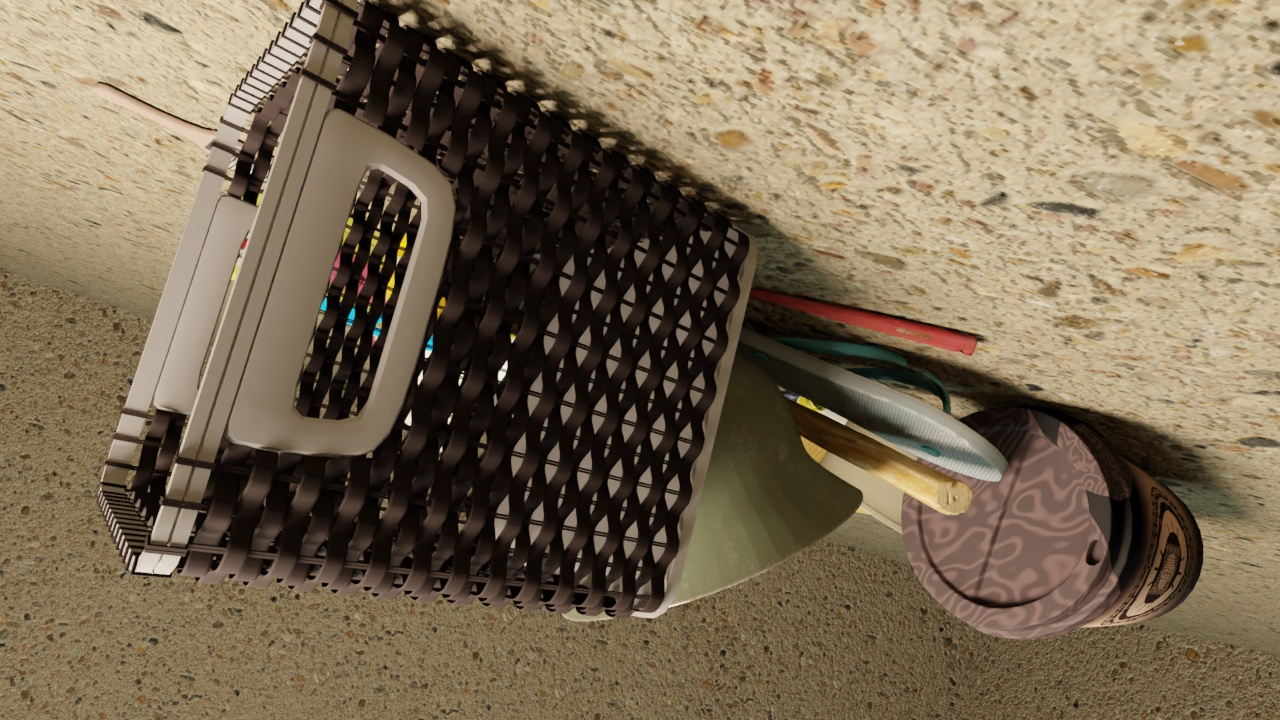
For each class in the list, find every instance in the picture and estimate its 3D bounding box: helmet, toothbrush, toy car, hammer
[{"bbox_3d":[0.010,0.066,0.673,0.226,0.154,0.269,-23,-179,-35],"label":"helmet"},{"bbox_3d":[0.121,-0.029,0.601,0.190,0.016,0.016,14,168,15],"label":"toothbrush"},{"bbox_3d":[0.183,0.055,0.900,0.105,0.033,0.048,20,168,-20],"label":"toy car"},{"bbox_3d":[0.135,0.051,0.748,0.132,0.033,0.331,26,-179,-30],"label":"hammer"}]

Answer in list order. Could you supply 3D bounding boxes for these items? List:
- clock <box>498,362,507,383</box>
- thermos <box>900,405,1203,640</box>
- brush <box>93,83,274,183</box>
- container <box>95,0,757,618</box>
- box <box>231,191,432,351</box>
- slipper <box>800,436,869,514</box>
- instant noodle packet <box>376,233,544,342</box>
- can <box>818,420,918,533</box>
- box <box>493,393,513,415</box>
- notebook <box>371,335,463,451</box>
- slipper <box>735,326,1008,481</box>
[{"bbox_3d":[-0.098,-0.007,0.892,0.117,0.057,0.083,-10,-122,-53],"label":"clock"},{"bbox_3d":[0.343,0.138,0.738,0.226,0.172,0.173,17,172,-39],"label":"thermos"},{"bbox_3d":[-0.314,-0.155,0.647,0.135,0.015,0.050,24,167,-33],"label":"brush"},{"bbox_3d":[-0.116,-0.005,0.501,0.243,0.247,0.246,20,170,-32],"label":"container"},{"bbox_3d":[-0.253,-0.072,0.827,0.125,0.079,0.220,9,170,42],"label":"box"},{"bbox_3d":[0.188,0.109,0.998,0.263,0.099,0.078,20,172,-38],"label":"slipper"},{"bbox_3d":[-0.085,-0.038,0.755,0.221,0.084,0.163,15,174,-29],"label":"instant noodle packet"},{"bbox_3d":[0.233,0.103,0.835,0.128,0.073,0.127,30,-173,-5],"label":"can"},{"bbox_3d":[-0.144,0.059,1.185,0.166,0.108,0.418,9,154,38],"label":"box"},{"bbox_3d":[-0.259,0.030,1.076,0.153,0.012,0.209,37,145,8],"label":"notebook"},{"bbox_3d":[0.150,0.007,0.687,0.269,0.054,0.098,25,170,19],"label":"slipper"}]
